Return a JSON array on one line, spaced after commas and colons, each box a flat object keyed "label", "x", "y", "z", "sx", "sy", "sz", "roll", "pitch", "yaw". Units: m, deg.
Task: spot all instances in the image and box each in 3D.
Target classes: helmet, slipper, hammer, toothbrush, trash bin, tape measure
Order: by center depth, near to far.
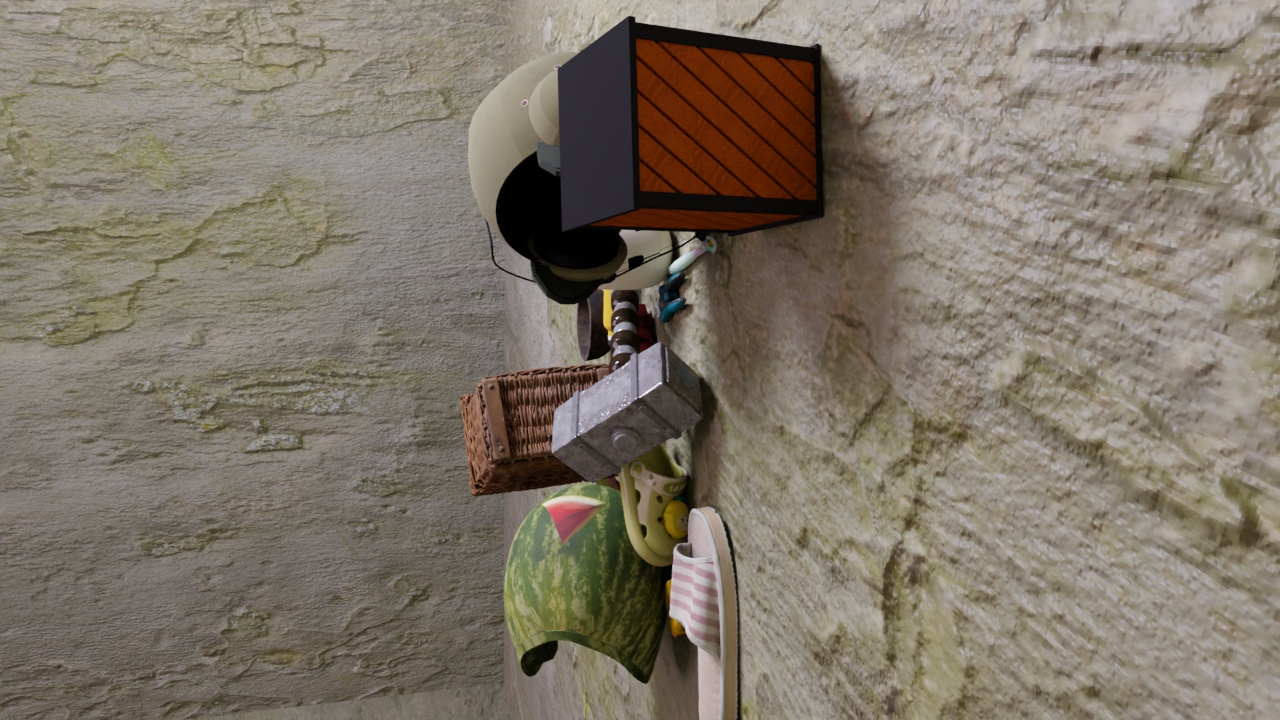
[{"label": "trash bin", "x": 0.038, "y": -0.184, "z": 0.767, "sx": 0.140, "sy": 0.171, "sz": 0.139, "roll": 1, "pitch": 93, "yaw": 63}, {"label": "helmet", "x": -0.048, "y": -0.207, "z": 0.948, "sx": 0.251, "sy": 0.255, "sz": 0.232, "roll": 101, "pitch": 161, "yaw": -51}, {"label": "slipper", "x": 0.067, "y": 0.296, "z": 1.019, "sx": 0.115, "sy": 0.052, "sz": 0.263, "roll": 164, "pitch": 104, "yaw": -74}, {"label": "toothbrush", "x": 0.058, "y": -0.120, "z": 1.069, "sx": 0.022, "sy": 0.015, "sz": 0.155, "roll": 56, "pitch": 165, "yaw": -3}, {"label": "tape measure", "x": 0.050, "y": 0.297, "z": 1.126, "sx": 0.059, "sy": 0.030, "sz": 0.068, "roll": 107, "pitch": 154, "yaw": -53}, {"label": "slipper", "x": 0.026, "y": 0.155, "z": 1.137, "sx": 0.082, "sy": 0.091, "sz": 0.190, "roll": -24, "pitch": 73, "yaw": 33}, {"label": "hammer", "x": -0.019, "y": -0.013, "z": 1.156, "sx": 0.177, "sy": 0.079, "sz": 0.325, "roll": -33, "pitch": 34, "yaw": 25}, {"label": "helmet", "x": -0.068, "y": 0.282, "z": 1.206, "sx": 0.243, "sy": 0.213, "sz": 0.246, "roll": 72, "pitch": -159, "yaw": -46}]

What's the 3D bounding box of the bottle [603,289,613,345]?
[{"label": "bottle", "x": -0.034, "y": -0.094, "z": 1.377, "sx": 0.043, "sy": 0.043, "sz": 0.144, "roll": -140, "pitch": 50, "yaw": -71}]

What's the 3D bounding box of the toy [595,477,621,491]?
[{"label": "toy", "x": -0.050, "y": 0.239, "z": 1.472, "sx": 0.090, "sy": 0.051, "sz": 0.110, "roll": -122, "pitch": 31, "yaw": -68}]

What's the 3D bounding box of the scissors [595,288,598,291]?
[{"label": "scissors", "x": -0.032, "y": -0.146, "z": 1.289, "sx": 0.125, "sy": 0.011, "sz": 0.131, "roll": -51, "pitch": -5, "yaw": 11}]

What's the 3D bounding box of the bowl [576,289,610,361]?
[{"label": "bowl", "x": -0.065, "y": -0.060, "z": 1.477, "sx": 0.121, "sy": 0.056, "sz": 0.121, "roll": 177, "pitch": 91, "yaw": -76}]

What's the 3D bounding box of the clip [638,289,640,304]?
[{"label": "clip", "x": -0.016, "y": -0.074, "z": 1.346, "sx": 0.023, "sy": 0.044, "sz": 0.076, "roll": -125, "pitch": 35, "yaw": -63}]

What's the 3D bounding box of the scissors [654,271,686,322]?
[{"label": "scissors", "x": 0.035, "y": -0.082, "z": 1.160, "sx": 0.133, "sy": 0.019, "sz": 0.146, "roll": -108, "pitch": 20, "yaw": -54}]

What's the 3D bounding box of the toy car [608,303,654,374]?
[{"label": "toy car", "x": -0.008, "y": 0.008, "z": 1.250, "sx": 0.070, "sy": 0.061, "sz": 0.169, "roll": 108, "pitch": 155, "yaw": -54}]

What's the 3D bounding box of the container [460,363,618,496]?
[{"label": "container", "x": -0.130, "y": 0.093, "z": 1.336, "sx": 0.183, "sy": 0.249, "sz": 0.162, "roll": 120, "pitch": 142, "yaw": -71}]

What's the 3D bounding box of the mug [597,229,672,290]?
[{"label": "mug", "x": -0.013, "y": -0.139, "z": 1.176, "sx": 0.120, "sy": 0.099, "sz": 0.096, "roll": -145, "pitch": 57, "yaw": -75}]
